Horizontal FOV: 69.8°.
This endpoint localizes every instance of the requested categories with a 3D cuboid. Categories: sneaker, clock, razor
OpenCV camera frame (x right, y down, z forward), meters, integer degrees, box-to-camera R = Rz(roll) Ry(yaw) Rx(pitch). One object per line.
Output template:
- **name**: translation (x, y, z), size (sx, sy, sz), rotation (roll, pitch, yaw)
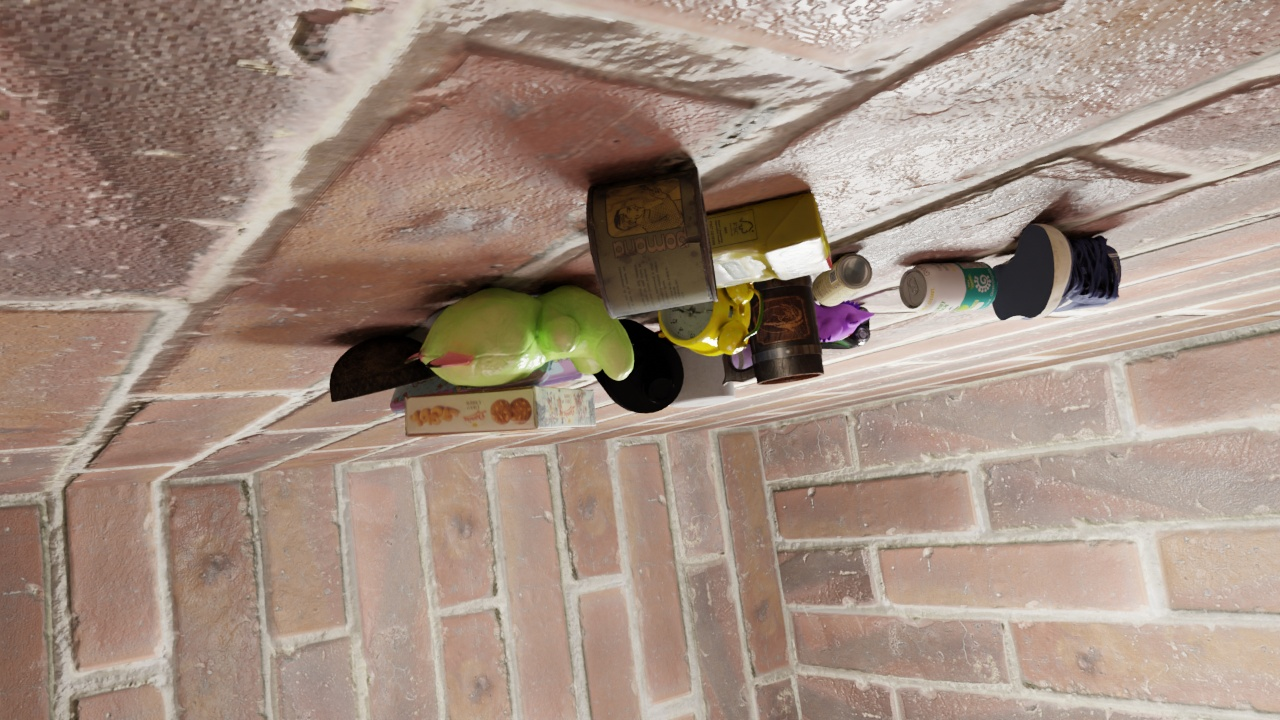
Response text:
- **sneaker**: translation (0.451, -0.091, 0.947), size (0.118, 0.091, 0.233), rotation (-8, 170, 7)
- **clock**: translation (0.072, -0.047, 0.901), size (0.119, 0.083, 0.057), rotation (4, 175, 40)
- **razor**: translation (0.246, -0.042, 1.267), size (0.152, 0.054, 0.067), rotation (-5, 165, 35)

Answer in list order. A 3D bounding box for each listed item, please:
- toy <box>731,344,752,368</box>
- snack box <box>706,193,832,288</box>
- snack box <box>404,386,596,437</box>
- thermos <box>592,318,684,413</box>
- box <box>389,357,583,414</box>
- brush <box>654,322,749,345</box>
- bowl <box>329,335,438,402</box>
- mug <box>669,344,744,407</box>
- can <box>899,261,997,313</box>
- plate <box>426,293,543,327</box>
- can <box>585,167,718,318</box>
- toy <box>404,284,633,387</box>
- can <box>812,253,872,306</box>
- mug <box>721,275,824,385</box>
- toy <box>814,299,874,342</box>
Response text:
- **toy**: translation (0.149, -0.019, 1.179), size (0.080, 0.099, 0.036), rotation (-10, 135, 22)
- **snack box**: translation (0.064, -0.086, 0.765), size (0.181, 0.045, 0.121), rotation (-10, 171, 14)
- **snack box**: translation (-0.138, 0.053, 0.927), size (0.143, 0.041, 0.147), rotation (-5, 175, 19)
- **thermos**: translation (-0.006, 0.006, 1.002), size (0.086, 0.086, 0.198), rotation (-7, -171, -8)
- **box**: translation (-0.175, 0.031, 1.067), size (0.215, 0.091, 0.090), rotation (-12, 136, 23)
- **brush**: translation (0.094, -0.040, 1.129), size (0.173, 0.042, 0.082), rotation (-10, 172, 14)
- **bowl**: translation (-0.282, 0.003, 0.999), size (0.121, 0.056, 0.121), rotation (-14, -176, 1)
- **mug**: translation (0.082, 0.016, 1.100), size (0.113, 0.070, 0.084), rotation (0, 169, -33)
- **can**: translation (0.345, -0.082, 1.027), size (0.101, 0.055, 0.055), rotation (-4, 171, -22)
- **plate**: translation (-0.138, -0.044, 0.983), size (0.178, 0.012, 0.178), rotation (-8, 172, -1)
- **can**: translation (0.008, -0.077, 0.613), size (0.074, 0.090, 0.090), rotation (-8, 172, 7)
- **toy**: translation (-0.114, -0.023, 0.871), size (0.196, 0.107, 0.150), rotation (5, -179, -21)
- **can**: translation (0.208, -0.083, 0.952), size (0.038, 0.038, 0.079), rotation (-7, 172, -9)
- **mug**: translation (0.140, -0.029, 1.016), size (0.116, 0.107, 0.080), rotation (-11, 172, 19)
- **toy**: translation (0.238, -0.052, 1.147), size (0.088, 0.056, 0.106), rotation (-7, -177, -32)
